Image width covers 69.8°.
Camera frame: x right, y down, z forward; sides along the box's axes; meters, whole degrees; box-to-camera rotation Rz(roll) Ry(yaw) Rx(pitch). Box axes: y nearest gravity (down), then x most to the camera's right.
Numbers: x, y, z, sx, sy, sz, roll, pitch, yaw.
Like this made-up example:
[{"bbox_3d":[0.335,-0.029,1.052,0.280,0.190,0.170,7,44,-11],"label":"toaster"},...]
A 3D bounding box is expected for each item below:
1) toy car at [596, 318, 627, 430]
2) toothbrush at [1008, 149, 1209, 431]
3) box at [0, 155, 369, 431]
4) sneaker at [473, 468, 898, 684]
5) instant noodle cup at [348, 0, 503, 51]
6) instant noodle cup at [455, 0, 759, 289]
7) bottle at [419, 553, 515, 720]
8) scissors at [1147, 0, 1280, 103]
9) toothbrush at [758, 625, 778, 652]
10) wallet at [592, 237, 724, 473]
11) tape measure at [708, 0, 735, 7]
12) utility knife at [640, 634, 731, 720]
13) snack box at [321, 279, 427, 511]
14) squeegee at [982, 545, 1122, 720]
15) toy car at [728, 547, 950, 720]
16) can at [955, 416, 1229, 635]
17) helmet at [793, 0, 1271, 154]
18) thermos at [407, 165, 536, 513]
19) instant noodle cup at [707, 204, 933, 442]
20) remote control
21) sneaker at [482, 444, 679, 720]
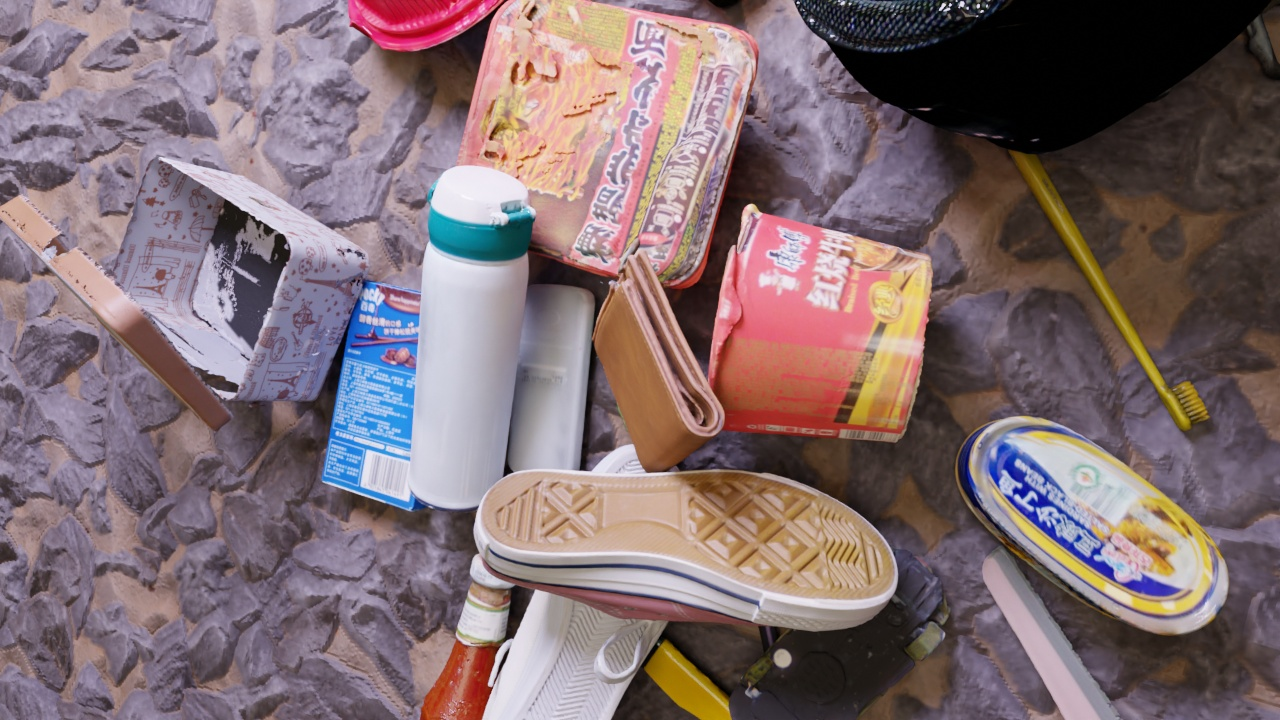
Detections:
[{"bbox_3d":[-0.004,0.004,0.615,0.043,0.036,0.091,-19,80,20],"label":"toy car"},{"bbox_3d":[0.267,-0.047,0.527,0.017,0.015,0.190,-30,80,13],"label":"toothbrush"},{"bbox_3d":[-0.335,-0.054,0.643,0.182,0.180,0.153,29,100,26],"label":"box"},{"bbox_3d":[0.023,0.122,0.540,0.241,0.118,0.088,5,134,2],"label":"sneaker"},{"bbox_3d":[-0.147,-0.309,0.620,0.194,0.065,0.193,-10,69,28],"label":"instant noodle cup"},{"bbox_3d":[-0.023,-0.140,0.598,0.189,0.079,0.164,18,96,18],"label":"instant noodle cup"},{"bbox_3d":[-0.123,0.237,0.644,0.060,0.059,0.206,15,94,19],"label":"bottle"},{"bbox_3d":[0.315,-0.224,0.514,0.175,0.014,0.159,43,101,17],"label":"scissors"},{"bbox_3d":[0.082,0.168,0.597,0.014,0.016,0.189,-13,88,30],"label":"toothbrush"},{"bbox_3d":[0.001,0.002,0.528,0.035,0.131,0.119,-18,79,-14],"label":"wallet"},{"bbox_3d":[0.052,-0.264,0.592,0.057,0.039,0.058,45,103,15],"label":"tape measure"},{"bbox_3d":[0.059,0.237,0.600,0.164,0.015,0.033,39,122,16],"label":"utility knife"},{"bbox_3d":[-0.183,0.025,0.682,0.085,0.026,0.157,13,94,20],"label":"snack box"},{"bbox_3d":[0.186,0.280,0.544,0.250,0.040,0.247,-39,62,21],"label":"squeegee"},{"bbox_3d":[0.120,0.182,0.564,0.070,0.042,0.158,45,97,16],"label":"toy car"},{"bbox_3d":[0.246,0.089,0.510,0.148,0.049,0.074,40,93,14],"label":"can"},{"bbox_3d":[0.203,-0.235,0.440,0.275,0.230,0.233,-38,53,14],"label":"helmet"},{"bbox_3d":[-0.112,-0.012,0.593,0.073,0.073,0.225,21,119,18],"label":"thermos"},{"bbox_3d":[0.104,-0.013,0.531,0.109,0.137,0.138,10,93,11],"label":"instant noodle cup"},{"bbox_3d":[-0.062,0.015,0.640,0.056,0.020,0.136,7,93,30],"label":"remote control"},{"bbox_3d":[-0.039,0.171,0.611,0.089,0.091,0.242,26,79,-14],"label":"sneaker"}]
